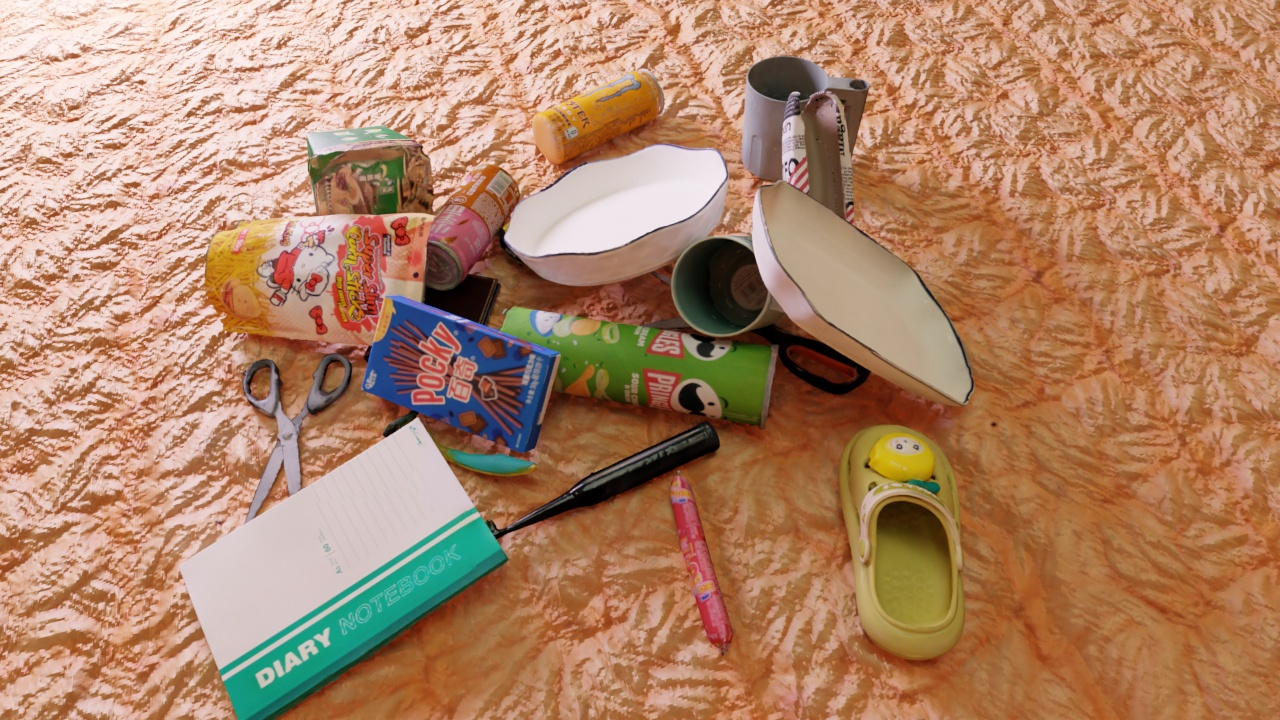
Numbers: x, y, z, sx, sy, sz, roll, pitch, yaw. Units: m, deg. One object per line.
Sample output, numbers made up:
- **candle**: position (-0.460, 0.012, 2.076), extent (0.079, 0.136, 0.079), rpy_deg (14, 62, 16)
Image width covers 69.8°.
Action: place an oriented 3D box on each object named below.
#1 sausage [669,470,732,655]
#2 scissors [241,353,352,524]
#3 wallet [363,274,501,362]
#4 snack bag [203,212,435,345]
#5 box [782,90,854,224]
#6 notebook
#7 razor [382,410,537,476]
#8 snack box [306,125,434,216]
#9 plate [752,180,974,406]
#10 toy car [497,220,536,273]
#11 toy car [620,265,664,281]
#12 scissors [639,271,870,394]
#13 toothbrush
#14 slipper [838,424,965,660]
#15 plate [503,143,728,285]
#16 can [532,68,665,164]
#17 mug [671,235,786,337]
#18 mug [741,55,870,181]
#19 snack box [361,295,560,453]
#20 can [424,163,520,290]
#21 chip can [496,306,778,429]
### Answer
- **sausage**: position (0.043, 0.148, 0.690), extent (0.020, 0.020, 0.155), rpy_deg (-9, 50, -7)
- **scissors**: position (-0.297, 0.057, 0.777), extent (0.159, 0.014, 0.171), rpy_deg (32, 59, 24)
- **wallet**: position (-0.191, -0.039, 0.851), extent (0.096, 0.020, 0.122), rpy_deg (9, 50, 2)
- **snack bag**: position (-0.284, -0.075, 0.826), extent (0.208, 0.073, 0.128), rpy_deg (3, 79, 16)
- **box**: position (0.177, -0.178, 0.889), extent (0.079, 0.074, 0.163), rpy_deg (-7, 90, -1)
- **notebook**: position (-0.221, 0.151, 0.678), extent (0.209, 0.012, 0.150), rpy_deg (-33, 58, -13)
- **razor**: position (-0.144, 0.073, 0.750), extent (0.133, 0.028, 0.043), rpy_deg (16, 19, 17)
- **snack box**: position (-0.277, -0.173, 0.907), extent (0.117, 0.118, 0.105), rpy_deg (-15, 39, -28)
- **plate**: position (0.180, -0.047, 0.752), extent (0.265, 0.034, 0.161), rpy_deg (25, 42, -34)
- **toy car**: position (-0.073, -0.142, 0.921), extent (0.155, 0.041, 0.071), rpy_deg (-36, 58, -27)
- **toy car**: position (0.015, -0.118, 0.889), extent (0.122, 0.056, 0.037), rpy_deg (-35, 54, -25)
- **scissors**: position (0.119, -0.038, 0.842), extent (0.220, 0.022, 0.223), rpy_deg (-22, 54, -17)
- **toothbrush**: position (-0.035, 0.100, 0.728), extent (0.212, 0.026, 0.027), rpy_deg (-22, 66, -16)
- **slipper**: position (0.199, 0.119, 0.673), extent (0.091, 0.082, 0.190), rpy_deg (4, 53, 1)
- **plate**: position (-0.018, -0.130, 0.816), extent (0.205, 0.045, 0.204), rpy_deg (-15, 31, 9)
- **can**: position (-0.046, -0.271, 1.016), extent (0.145, 0.058, 0.058), rpy_deg (-31, 56, -23)
- **mug**: position (0.096, -0.061, 0.775), extent (0.112, 0.082, 0.106), rpy_deg (19, 13, 21)
- **mug**: position (0.169, -0.251, 0.966), extent (0.124, 0.104, 0.083), rpy_deg (9, 51, 7)
- **snack box**: position (-0.150, 0.009, 0.756), extent (0.157, 0.084, 0.026), rpy_deg (19, 11, 13)
- **can**: position (-0.169, -0.132, 0.891), extent (0.058, 0.058, 0.146), rpy_deg (12, 44, 11)
- **chip can**: position (-0.005, 0.005, 0.777), extent (0.236, 0.072, 0.072), rpy_deg (9, 51, 9)
